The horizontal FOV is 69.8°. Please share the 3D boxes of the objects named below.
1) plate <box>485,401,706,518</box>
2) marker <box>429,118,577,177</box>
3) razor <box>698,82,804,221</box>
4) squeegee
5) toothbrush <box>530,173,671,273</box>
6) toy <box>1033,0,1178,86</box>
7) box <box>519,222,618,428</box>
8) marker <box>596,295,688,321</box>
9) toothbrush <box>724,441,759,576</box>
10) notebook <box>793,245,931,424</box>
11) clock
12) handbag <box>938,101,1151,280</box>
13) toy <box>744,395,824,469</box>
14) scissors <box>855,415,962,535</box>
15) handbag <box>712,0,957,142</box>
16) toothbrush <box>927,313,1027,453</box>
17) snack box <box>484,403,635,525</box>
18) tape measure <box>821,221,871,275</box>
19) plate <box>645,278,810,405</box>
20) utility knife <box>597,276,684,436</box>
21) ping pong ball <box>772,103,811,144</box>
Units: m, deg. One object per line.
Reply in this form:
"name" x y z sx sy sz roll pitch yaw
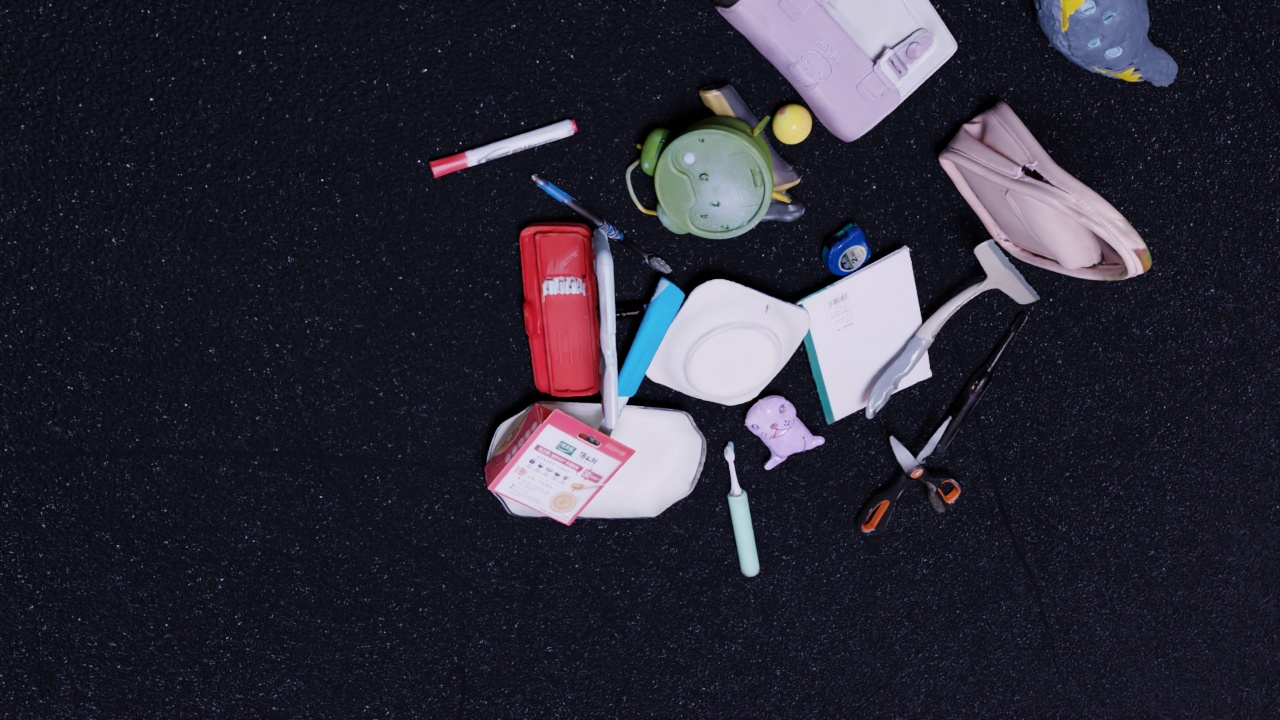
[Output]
"plate" -0.052 0.113 1.087 0.265 0.034 0.162 4 118 -19
"marker" -0.131 -0.205 0.883 0.145 0.017 0.017 -19 123 -6
"razor" 0.111 -0.211 0.939 0.067 0.062 0.167 -34 118 5
"squeegee" 0.352 -0.027 1.107 0.247 0.039 0.246 -49 147 16
"toothbrush" -0.038 -0.140 0.954 0.189 0.016 0.014 32 98 -29
"toy" 0.458 -0.388 0.923 0.138 0.091 0.356 -44 126 -5
"box" -0.068 -0.034 0.940 0.112 0.099 0.202 1 120 5
"marker" 0.011 -0.057 1.014 0.132 0.022 0.020 -8 107 -15
"toothbrush" 0.130 0.198 1.200 0.026 0.027 0.225 0 125 20
"notebook" 0.273 -0.024 1.111 0.150 0.012 0.209 -26 130 -2
"clock" 0.061 -0.182 0.913 0.161 0.056 0.116 -6 124 23
"handbag" 0.437 -0.158 0.963 0.093 0.234 0.193 -44 123 12
"toy" 0.170 0.086 1.139 0.084 0.039 0.108 -31 126 12
"scissors" 0.367 0.165 1.238 0.220 0.021 0.231 22 120 -37
"handbag" 0.187 -0.322 0.874 0.145 0.098 0.197 -43 122 16
"toothbrush" 0.444 0.030 1.204 0.027 0.026 0.213 -4 127 -57
"snack box" -0.090 0.109 1.018 0.113 0.044 0.127 31 111 -28
"tape measure" 0.233 -0.124 1.042 0.054 0.025 0.058 -34 135 6
"plate" 0.102 -0.009 1.045 0.164 0.034 0.164 17 126 -25
"utility knife" -0.006 0.006 1.015 0.034 0.018 0.210 17 109 -26
"ping pong ball" 0.155 -0.242 0.939 0.040 0.040 0.040 -8 121 -13
